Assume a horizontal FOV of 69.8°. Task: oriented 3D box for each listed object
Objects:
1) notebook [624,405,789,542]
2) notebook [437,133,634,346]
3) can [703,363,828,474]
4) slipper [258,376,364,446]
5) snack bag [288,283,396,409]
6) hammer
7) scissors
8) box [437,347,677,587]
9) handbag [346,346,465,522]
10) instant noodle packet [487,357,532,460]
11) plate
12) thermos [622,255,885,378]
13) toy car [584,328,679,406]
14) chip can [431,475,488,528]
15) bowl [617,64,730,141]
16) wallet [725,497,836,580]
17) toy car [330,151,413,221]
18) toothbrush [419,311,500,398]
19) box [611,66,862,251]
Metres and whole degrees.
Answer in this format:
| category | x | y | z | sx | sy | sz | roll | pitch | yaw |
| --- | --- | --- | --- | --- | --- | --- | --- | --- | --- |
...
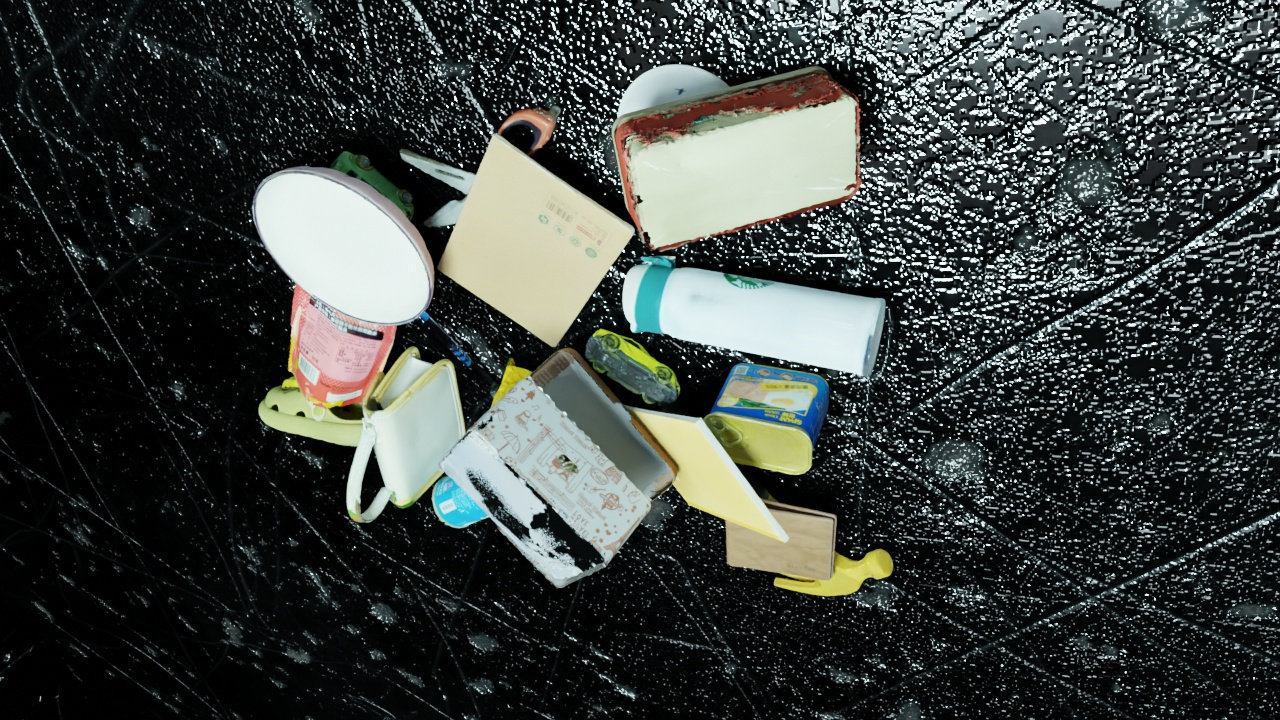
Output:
| category | x | y | z | sx | sy | sz | roll | pitch | yaw |
| --- | --- | --- | --- | --- | --- | --- | --- | --- | --- |
| notebook | 0.052 | 0.105 | 0.900 | 0.146 | 0.010 | 0.206 | 53 | 163 | -14 |
| notebook | -0.107 | -0.104 | 0.870 | 0.148 | 0.008 | 0.208 | 34 | 142 | -5 |
| can | 0.119 | 0.051 | 0.851 | 0.102 | 0.083 | 0.057 | 10 | 131 | 21 |
| slipper | -0.384 | 0.055 | 1.134 | 0.191 | 0.091 | 0.081 | 12 | 95 | 29 |
| snack bag | -0.335 | -0.039 | 1.032 | 0.128 | 0.073 | 0.208 | 24 | 127 | -2 |
| hammer | 0.123 | 0.147 | 0.968 | 0.300 | 0.032 | 0.129 | 44 | 133 | -13 |
| scissors | -0.124 | -0.155 | 0.850 | 0.189 | 0.015 | 0.226 | 47 | 134 | -15 |
| box | -0.070 | 0.099 | 0.900 | 0.182 | 0.165 | 0.151 | 46 | 147 | -3 |
| handbag | -0.276 | 0.091 | 1.029 | 0.063 | 0.178 | 0.164 | 19 | 136 | 20 |
| instant noodle packet | -0.108 | 0.069 | 0.979 | 0.128 | 0.110 | 0.044 | 22 | 171 | 8 |
| plate | -0.285 | -0.116 | 0.905 | 0.192 | 0.038 | 0.193 | 15 | 140 | 13 |
| thermos | 0.094 | -0.042 | 0.797 | 0.224 | 0.073 | 0.073 | 12 | 132 | 19 |
| toy car | -0.005 | 0.005 | 0.910 | 0.105 | 0.032 | 0.048 | 33 | 144 | 3 |
| chip can | -0.162 | 0.142 | 1.088 | 0.211 | 0.071 | 0.071 | -26 | 112 | 41 |
| bowl | 0.025 | -0.165 | 0.727 | 0.118 | 0.064 | 0.118 | 15 | 132 | 17 |
| wallet | 0.144 | 0.186 | 0.955 | 0.115 | 0.020 | 0.101 | 7 | 131 | 18 |
| toy car | -0.266 | -0.164 | 0.903 | 0.091 | 0.036 | 0.043 | 36 | 134 | -10 |
| toothbrush | -0.203 | -0.012 | 1.001 | 0.014 | 0.016 | 0.189 | -23 | 122 | 30 |
| box | 0.071 | -0.143 | 0.655 | 0.168 | 0.078 | 0.091 | -16 | 127 | -5 |
